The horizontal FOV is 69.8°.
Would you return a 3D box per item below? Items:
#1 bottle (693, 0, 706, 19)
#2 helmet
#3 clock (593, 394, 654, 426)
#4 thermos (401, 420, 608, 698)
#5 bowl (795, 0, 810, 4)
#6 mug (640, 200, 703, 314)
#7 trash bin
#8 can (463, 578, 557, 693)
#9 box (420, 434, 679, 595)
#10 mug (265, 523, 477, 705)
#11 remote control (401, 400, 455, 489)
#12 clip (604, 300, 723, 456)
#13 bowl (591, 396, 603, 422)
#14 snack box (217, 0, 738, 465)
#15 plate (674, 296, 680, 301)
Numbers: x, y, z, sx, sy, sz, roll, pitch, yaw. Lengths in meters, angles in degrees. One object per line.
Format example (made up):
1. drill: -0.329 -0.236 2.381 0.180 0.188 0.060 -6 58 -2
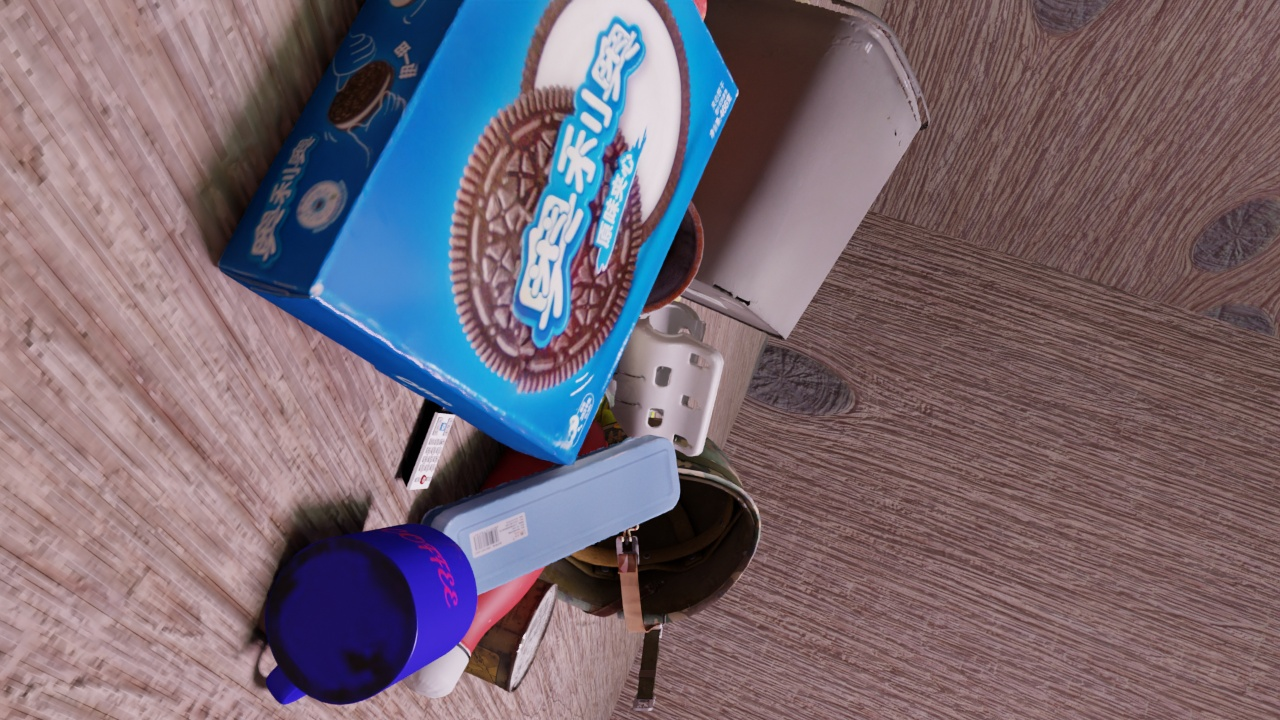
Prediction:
1. bottle: -0.009 -0.187 0.596 0.062 0.062 0.137 78 36 -70
2. helmet: -0.007 0.158 0.830 0.236 0.224 0.193 -116 -165 -57
3. clock: -0.027 0.058 0.956 0.083 0.057 0.119 -63 160 -22
4. thermos: -0.103 0.137 0.684 0.073 0.073 0.239 96 19 -51
5. bowl: 0.109 -0.303 0.896 0.074 0.118 0.118 -15 140 -22
6. mug: -0.022 -0.073 0.619 0.123 0.096 0.110 -41 -170 5
7. trash bin: 0.090 -0.155 0.755 0.197 0.197 0.220 27 89 -58
8. can: -0.118 0.207 0.733 0.090 0.074 0.090 21 89 -80
9. box: -0.062 0.109 0.666 0.209 0.052 0.067 -17 103 -37
10. mug: -0.150 0.140 0.485 0.111 0.079 0.083 -42 169 4
11. remote control: -0.118 0.019 0.561 0.028 0.012 0.124 28 82 -79
12. clip: -0.001 0.001 0.754 0.089 0.151 0.126 -43 153 -42
13. bowl: -0.065 0.008 0.663 0.115 0.062 0.115 21 89 -79
14. snack box: -0.049 -0.093 0.423 0.195 0.056 0.238 44 66 -56
15. plate: 0.030 -0.125 0.951 0.184 0.036 0.184 22 89 -78
